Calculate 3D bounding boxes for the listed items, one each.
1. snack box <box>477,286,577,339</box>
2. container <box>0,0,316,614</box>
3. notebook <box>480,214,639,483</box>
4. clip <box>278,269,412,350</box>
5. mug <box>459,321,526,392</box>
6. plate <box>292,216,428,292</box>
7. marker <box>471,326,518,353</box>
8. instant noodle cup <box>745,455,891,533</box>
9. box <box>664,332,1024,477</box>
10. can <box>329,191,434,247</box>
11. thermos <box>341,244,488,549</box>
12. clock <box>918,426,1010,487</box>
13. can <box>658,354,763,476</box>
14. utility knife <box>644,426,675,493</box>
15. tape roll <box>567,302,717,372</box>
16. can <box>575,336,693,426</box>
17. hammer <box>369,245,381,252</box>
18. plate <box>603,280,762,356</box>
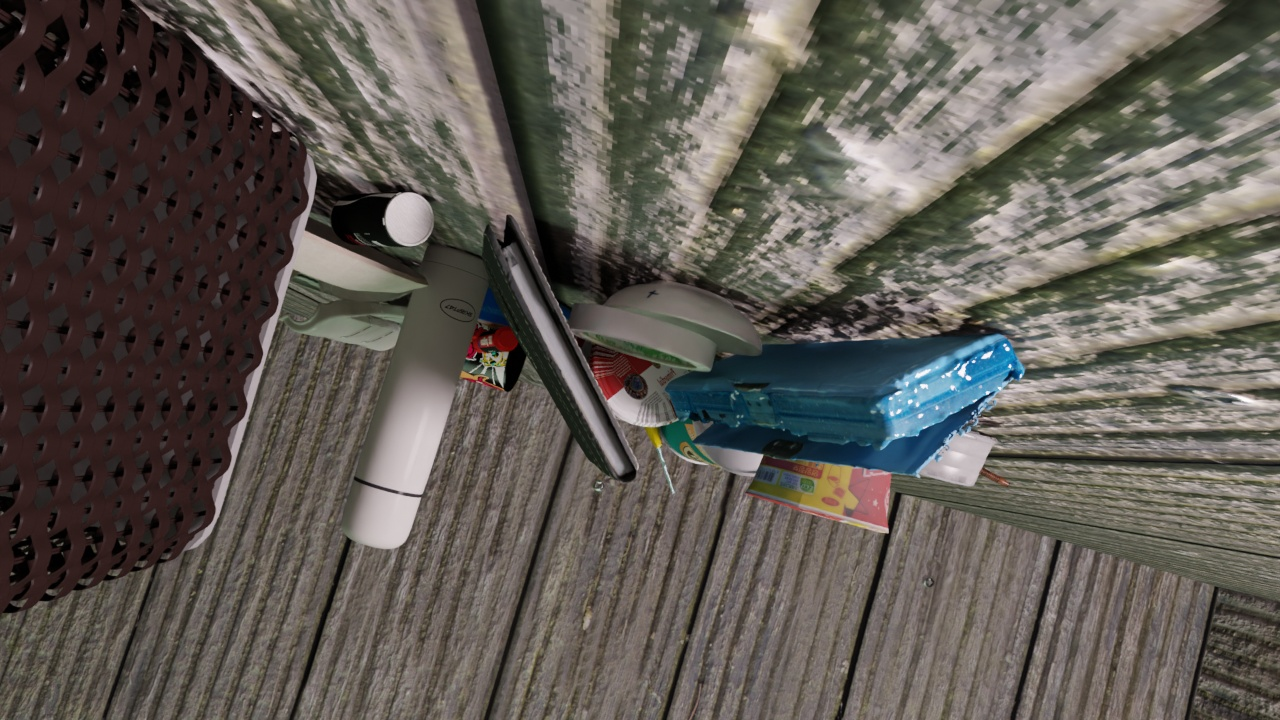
[{"bbox_3d":[-0.088,-0.030,0.865,0.087,0.034,0.151,15,174,22],"label":"snack box"},{"bbox_3d":[-0.307,-0.040,0.357,0.247,0.245,0.243,16,178,9],"label":"container"},{"bbox_3d":[-0.057,-0.002,0.597,0.169,0.029,0.209,61,169,0],"label":"notebook"},{"bbox_3d":[-0.251,-0.037,0.831,0.152,0.099,0.126,18,180,19],"label":"clip"},{"bbox_3d":[-0.175,-0.024,1.014,0.098,0.082,0.117,16,-158,5],"label":"mug"},{"bbox_3d":[-0.235,-0.083,0.614,0.189,0.027,0.188,26,-178,-1],"label":"plate"},{"bbox_3d":[-0.132,-0.018,0.820,0.023,0.021,0.145,50,166,-11],"label":"marker"},{"bbox_3d":[0.136,0.053,0.638,0.100,0.112,0.100,17,175,1],"label":"instant noodle cup"},{"bbox_3d":[0.105,0.023,0.536,0.093,0.054,0.232,-20,-173,-23],"label":"box"},{"bbox_3d":[-0.155,-0.084,0.546,0.031,0.031,0.081,21,173,-40],"label":"can"},{"bbox_3d":[-0.167,0.028,0.684,0.052,0.224,0.052,16,175,1],"label":"thermos"},{"bbox_3d":[0.228,0.064,0.766,0.147,0.056,0.104,13,-175,-19],"label":"clock"},{"bbox_3d":[0.076,0.045,0.794,0.099,0.099,0.144,17,174,-10],"label":"can"},{"bbox_3d":[0.004,0.046,0.822,0.019,0.217,0.030,-19,-142,-7],"label":"utility knife"},{"bbox_3d":[0.001,-0.014,0.576,0.094,0.018,0.094,16,175,1],"label":"tape roll"},{"bbox_3d":[-0.004,0.004,0.688,0.086,0.086,0.116,17,175,-11],"label":"can"},{"bbox_3d":[-0.307,-0.094,0.915,0.127,0.029,0.324,19,173,-23],"label":"hammer"},{"bbox_3d":[0.029,-0.030,0.576,0.104,0.026,0.104,16,175,1],"label":"plate"}]
